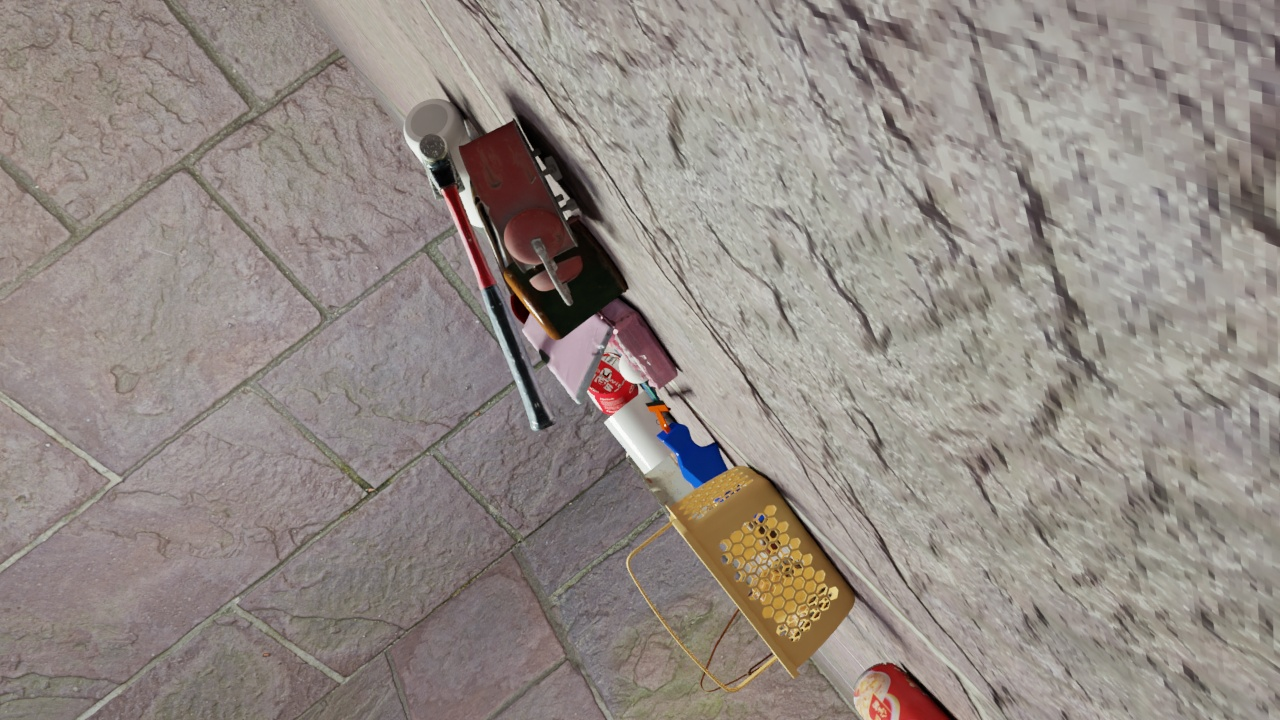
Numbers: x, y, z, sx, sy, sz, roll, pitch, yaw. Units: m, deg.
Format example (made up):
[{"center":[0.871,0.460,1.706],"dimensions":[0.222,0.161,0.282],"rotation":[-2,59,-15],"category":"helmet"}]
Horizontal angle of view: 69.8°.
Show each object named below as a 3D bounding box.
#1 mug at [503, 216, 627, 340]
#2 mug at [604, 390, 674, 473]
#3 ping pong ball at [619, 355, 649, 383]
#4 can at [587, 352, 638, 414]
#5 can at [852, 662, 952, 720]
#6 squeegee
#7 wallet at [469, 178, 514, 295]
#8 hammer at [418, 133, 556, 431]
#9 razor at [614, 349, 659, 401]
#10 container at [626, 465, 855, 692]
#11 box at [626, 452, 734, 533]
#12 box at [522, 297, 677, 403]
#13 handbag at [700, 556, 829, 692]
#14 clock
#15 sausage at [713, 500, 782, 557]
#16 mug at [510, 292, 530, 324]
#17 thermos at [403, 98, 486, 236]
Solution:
[{"center":[-0.072,-0.077,0.817],"dimensions":[0.085,0.081,0.111],"rotation":[50,175,25],"category":"mug"},{"center":[0.015,0.102,1.380],"dimensions":[0.096,0.083,0.119],"rotation":[52,-157,4],"category":"mug"},{"center":[-0.004,0.005,1.015],"dimensions":[0.040,0.040,0.040],"rotation":[51,175,6],"category":"ping pong ball"},{"center":[-0.045,0.036,1.404],"dimensions":[0.074,0.074,0.142],"rotation":[51,175,14],"category":"can"},{"center":[0.274,0.368,0.926],"dimensions":[0.067,0.066,0.124],"rotation":[54,175,-24],"category":"can"},{"center":[0.074,0.120,1.061],"dimensions":[0.185,0.055,0.249],"rotation":[41,175,-1],"category":"squeegee"},{"center":[-0.158,-0.143,1.003],"dimensions":[0.098,0.027,0.121],"rotation":[-110,3,-58],"category":"wallet"},{"center":[-0.164,-0.078,0.997],"dimensions":[0.140,0.036,0.326],"rotation":[157,91,-83],"category":"hammer"},{"center":[-0.007,0.007,1.193],"dimensions":[0.044,0.018,0.141],"rotation":[55,178,-36],"category":"razor"},{"center":[0.095,0.220,0.920],"dimensions":[0.183,0.167,0.129],"rotation":[52,175,-9],"category":"container"},{"center":[0.075,0.220,1.509],"dimensions":[0.217,0.095,0.115],"rotation":[54,171,-31],"category":"box"},{"center":[-0.063,-0.024,0.978],"dimensions":[0.099,0.107,0.232],"rotation":[54,175,-30],"category":"box"},{"center":[0.142,0.333,1.138],"dimensions":[0.093,0.195,0.043],"rotation":[44,178,41],"category":"handbag"},{"center":[-0.081,-0.115,0.710],"dimensions":[0.156,0.062,0.110],"rotation":[64,-179,24],"category":"clock"},{"center":[0.126,0.191,1.165],"dimensions":[0.155,0.040,0.040],"rotation":[46,172,47],"category":"sausage"},{"center":[-0.118,-0.090,1.193],"dimensions":[0.114,0.087,0.088],"rotation":[49,-165,-31],"category":"mug"},{"center":[-0.217,-0.238,1.122],"dimensions":[0.101,0.068,0.230],"rotation":[64,-179,23],"category":"thermos"}]
